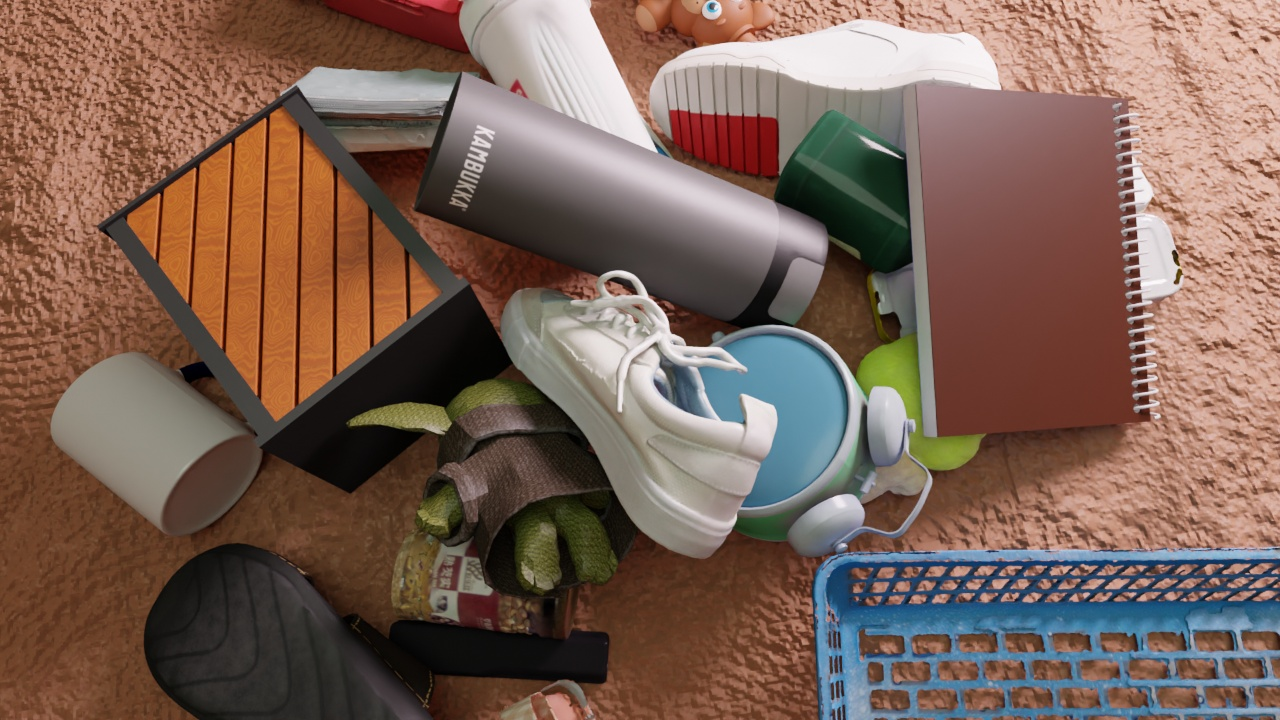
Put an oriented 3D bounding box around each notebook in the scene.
[{"bbox_3d":[0.247,-0.062,0.572,0.171,0.022,0.209,-2,88,-18],"label":"notebook"}]

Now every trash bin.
[{"bbox_3d":[-0.199,-0.038,0.579,0.139,0.140,0.172,-40,75,-10],"label":"trash bin"}]

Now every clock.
[{"bbox_3d":[0.095,0.053,0.552,0.162,0.075,0.121,27,81,35],"label":"clock"}]

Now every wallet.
[{"bbox_3d":[-0.180,-0.178,0.655,0.132,0.054,0.100,-3,32,3],"label":"wallet"}]

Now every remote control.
[{"bbox_3d":[-0.088,0.181,0.569,0.136,0.015,0.032,2,72,4],"label":"remote control"}]

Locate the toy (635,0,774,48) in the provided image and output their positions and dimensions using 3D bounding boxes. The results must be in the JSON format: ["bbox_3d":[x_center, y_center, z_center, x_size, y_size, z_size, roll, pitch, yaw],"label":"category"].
[{"bbox_3d":[0.047,-0.271,0.684,0.095,0.065,0.127,-39,80,-7],"label":"toy"}]

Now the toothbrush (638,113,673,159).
[{"bbox_3d":[0.031,-0.131,0.662,0.016,0.017,0.189,-36,74,-8],"label":"toothbrush"}]

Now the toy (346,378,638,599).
[{"bbox_3d":[-0.067,0.071,0.534,0.179,0.078,0.152,-1,32,-32],"label":"toy"}]

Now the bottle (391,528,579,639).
[{"bbox_3d":[-0.093,0.136,0.562,0.105,0.056,0.056,6,72,5],"label":"bottle"}]

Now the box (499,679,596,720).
[{"bbox_3d":[-0.020,0.272,0.509,0.042,0.083,0.187,-29,75,5],"label":"box"}]

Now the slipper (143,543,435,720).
[{"bbox_3d":[-0.191,0.199,0.538,0.268,0.076,0.113,27,78,27],"label":"slipper"}]

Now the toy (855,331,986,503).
[{"bbox_3d":[0.164,0.040,0.587,0.115,0.046,0.092,-41,74,-3],"label":"toy"}]

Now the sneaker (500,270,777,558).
[{"bbox_3d":[-0.003,0.003,0.532,0.091,0.089,0.242,-58,40,13],"label":"sneaker"}]

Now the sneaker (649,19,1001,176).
[{"bbox_3d":[0.130,-0.199,0.653,0.237,0.090,0.104,3,51,12],"label":"sneaker"}]

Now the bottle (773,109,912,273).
[{"bbox_3d":[0.158,-0.098,0.593,0.131,0.061,0.061,35,74,10],"label":"bottle"}]

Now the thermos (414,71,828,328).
[{"bbox_3d":[-0.006,-0.087,0.554,0.240,0.082,0.082,18,72,-19],"label":"thermos"}]

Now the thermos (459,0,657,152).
[{"bbox_3d":[-0.053,-0.190,0.647,0.099,0.099,0.220,-26,77,-6],"label":"thermos"}]

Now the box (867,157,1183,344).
[{"bbox_3d":[0.254,-0.083,0.634,0.209,0.036,0.129,-10,69,0],"label":"box"}]

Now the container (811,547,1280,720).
[{"bbox_3d":[0.275,0.235,0.495,0.362,0.089,0.256,-1,72,3],"label":"container"}]

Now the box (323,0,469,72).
[{"bbox_3d":[-0.161,-0.359,0.728,0.153,0.164,0.214,3,63,50],"label":"box"}]

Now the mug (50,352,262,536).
[{"bbox_3d":[-0.299,0.044,0.599,0.097,0.079,0.111,33,48,12],"label":"mug"}]
